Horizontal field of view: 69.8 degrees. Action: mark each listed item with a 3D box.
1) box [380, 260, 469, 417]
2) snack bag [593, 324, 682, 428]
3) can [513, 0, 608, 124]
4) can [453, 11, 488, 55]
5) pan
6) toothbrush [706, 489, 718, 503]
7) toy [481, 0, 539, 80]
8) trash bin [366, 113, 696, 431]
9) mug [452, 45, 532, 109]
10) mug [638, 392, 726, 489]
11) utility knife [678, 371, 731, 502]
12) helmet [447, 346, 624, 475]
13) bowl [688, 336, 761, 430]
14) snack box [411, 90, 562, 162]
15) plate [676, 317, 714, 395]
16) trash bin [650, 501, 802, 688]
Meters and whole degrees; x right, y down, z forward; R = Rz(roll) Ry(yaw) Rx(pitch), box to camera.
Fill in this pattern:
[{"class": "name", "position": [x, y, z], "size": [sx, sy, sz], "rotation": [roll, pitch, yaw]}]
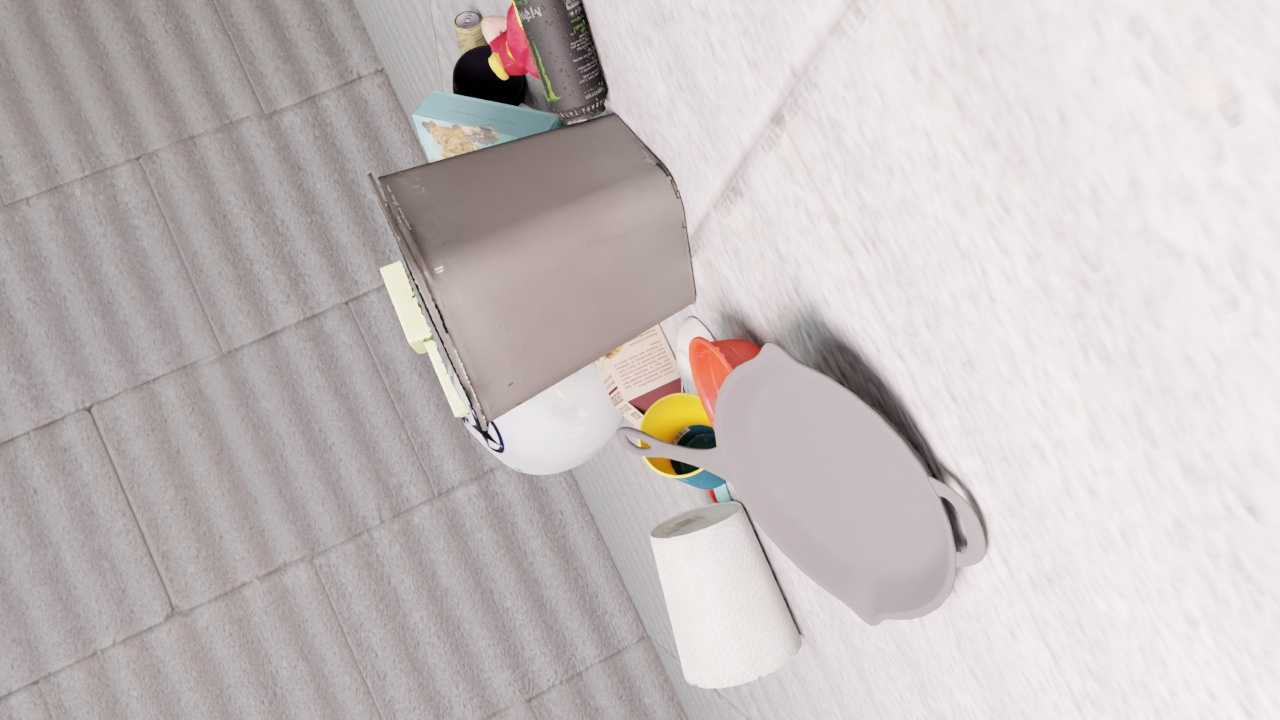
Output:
[{"class": "box", "position": [-0.185, -0.012, 0.803], "size": [0.137, 0.024, 0.187], "rotation": [64, 169, -5]}, {"class": "snack bag", "position": [-0.006, 0.006, 1.026], "size": [0.206, 0.069, 0.094], "rotation": [65, 170, 3]}, {"class": "can", "position": [-0.069, -0.272, 0.770], "size": [0.054, 0.054, 0.138], "rotation": [47, 158, 59]}, {"class": "can", "position": [-0.218, -0.412, 1.197], "size": [0.038, 0.038, 0.080], "rotation": [60, 167, 27]}, {"class": "pan", "position": [0.089, 0.075, 0.644], "size": [0.355, 0.024, 0.216], "rotation": [7, 125, 55]}, {"class": "toothbrush", "position": [0.048, 0.098, 1.105], "size": [0.212, 0.018, 0.012], "rotation": [63, 169, 14]}, {"class": "toy", "position": [-0.100, -0.301, 0.863], "size": [0.137, 0.067, 0.105], "rotation": [5, 123, 63]}, {"class": "trash bin", "position": [-0.087, -0.092, 0.806], "size": [0.197, 0.220, 0.198], "rotation": [56, 166, 41]}, {"class": "mug", "position": [-0.170, -0.309, 1.115], "size": [0.119, 0.084, 0.100], "rotation": [35, 166, 0]}, {"class": "mug", "position": [0.051, 0.084, 0.872], "size": [0.078, 0.078, 0.121], "rotation": [61, -174, 23]}, {"class": "utility knife", "position": [0.067, 0.087, 0.998], "size": [0.022, 0.015, 0.177], "rotation": [40, 154, 63]}, {"class": "helmet", "position": [-0.135, 0.017, 1.239], "size": [0.264, 0.236, 0.164], "rotation": [58, 163, 6]}, {"class": "bowl", "position": [0.087, 0.033, 0.718], "size": [0.130, 0.045, 0.131], "rotation": [61, 168, 22]}, {"class": "snack box", "position": [-0.169, -0.251, 1.047], "size": [0.175, 0.053, 0.075], "rotation": [17, 148, 19]}, {"class": "plate", "position": [0.057, 0.012, 0.863], "size": [0.104, 0.026, 0.104], "rotation": [61, 168, 21]}, {"class": "trash bin", "position": [0.085, 0.246, 0.989], "size": [0.133, 0.133, 0.161], "rotation": [176, 75, -78]}]
